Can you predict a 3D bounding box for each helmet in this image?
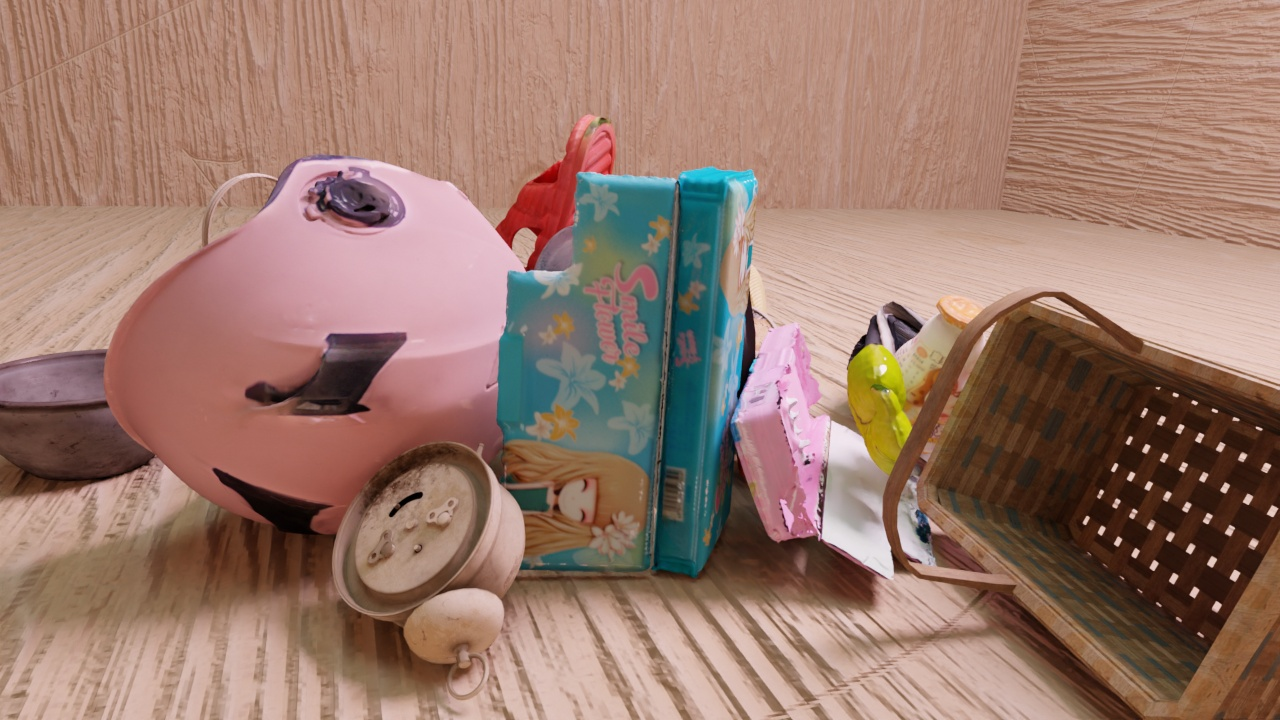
[{"bbox_3d":[-0.165,0.012,0.551,0.152,0.231,0.254,46,28,23],"label":"helmet"}]

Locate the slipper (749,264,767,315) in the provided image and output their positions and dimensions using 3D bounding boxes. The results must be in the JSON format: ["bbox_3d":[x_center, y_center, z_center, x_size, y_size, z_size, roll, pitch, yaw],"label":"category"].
[{"bbox_3d":[0.078,-0.024,0.961,0.111,0.079,0.260,1,34,-1],"label":"slipper"}]

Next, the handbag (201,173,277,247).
[{"bbox_3d":[-0.326,-0.060,0.790,0.062,0.198,0.175,11,17,31],"label":"handbag"}]

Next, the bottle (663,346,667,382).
[{"bbox_3d":[0.007,-0.061,0.648,0.046,0.072,0.161,30,23,-41],"label":"bottle"}]

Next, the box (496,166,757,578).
[{"bbox_3d":[0.009,0.009,0.512,0.169,0.227,0.085,-9,20,-39],"label":"box"}]

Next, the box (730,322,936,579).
[{"bbox_3d":[0.120,0.064,0.603,0.063,0.160,0.230,-39,3,19],"label":"box"}]

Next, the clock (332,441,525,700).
[{"bbox_3d":[-0.095,0.105,0.451,0.093,0.054,0.140,-33,45,4],"label":"clock"}]

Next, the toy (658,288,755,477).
[{"bbox_3d":[-0.004,0.004,0.701,0.184,0.140,0.159,3,15,5],"label":"toy"}]

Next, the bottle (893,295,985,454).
[{"bbox_3d":[0.199,0.010,0.618,0.063,0.109,0.063,8,35,-6],"label":"bottle"}]

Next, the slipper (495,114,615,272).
[{"bbox_3d":[-0.085,-0.081,0.698,0.059,0.249,0.103,28,35,2],"label":"slipper"}]

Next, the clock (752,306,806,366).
[{"bbox_3d":[0.066,-0.020,0.830,0.103,0.061,0.157,-31,59,-22],"label":"clock"}]

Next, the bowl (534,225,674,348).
[{"bbox_3d":[-0.032,-0.052,0.602,0.057,0.137,0.137,28,-5,-40],"label":"bowl"}]

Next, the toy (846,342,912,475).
[{"bbox_3d":[0.151,0.031,0.573,0.036,0.093,0.094,-9,-25,8],"label":"toy"}]

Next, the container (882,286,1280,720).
[{"bbox_3d":[0.224,0.057,0.469,0.186,0.158,0.250,20,11,-13],"label":"container"}]

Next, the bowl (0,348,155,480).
[{"bbox_3d":[-0.394,0.041,0.655,0.145,0.067,0.144,2,15,-1],"label":"bowl"}]

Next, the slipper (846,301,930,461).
[{"bbox_3d":[0.236,0.025,0.788,0.111,0.063,0.263,32,25,-6],"label":"slipper"}]
